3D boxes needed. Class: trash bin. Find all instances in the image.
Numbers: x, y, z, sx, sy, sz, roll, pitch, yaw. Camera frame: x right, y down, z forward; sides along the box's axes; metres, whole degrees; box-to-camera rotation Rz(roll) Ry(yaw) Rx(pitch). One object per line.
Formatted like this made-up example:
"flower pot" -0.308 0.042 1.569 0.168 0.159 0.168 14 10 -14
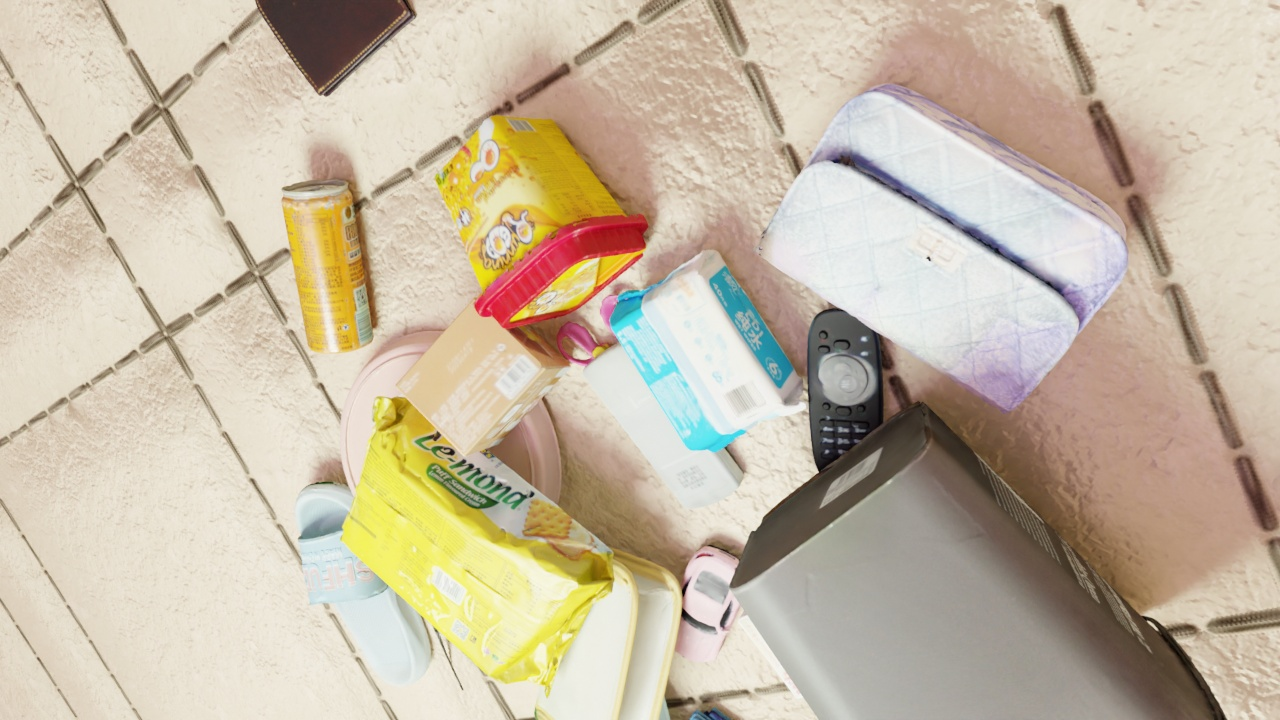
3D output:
"trash bin" 0.190 0.162 0.571 0.199 0.198 0.220 -40 87 17

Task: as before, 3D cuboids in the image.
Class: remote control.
"remote control" 0.145 0.026 0.649 0.053 0.024 0.136 3 113 24
"remote control" 0.019 0.050 0.720 0.058 0.021 0.150 -29 104 33

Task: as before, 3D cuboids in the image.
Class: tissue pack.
"tissue pack" 0.048 -0.005 0.664 0.090 0.063 0.140 -30 96 32

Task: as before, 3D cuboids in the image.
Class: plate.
"plate" -0.178 0.088 0.822 0.230 0.028 0.230 5 104 22

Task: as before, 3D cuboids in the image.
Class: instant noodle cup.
"instant noodle cup" -0.077 -0.104 0.666 0.116 0.115 0.123 -36 80 33

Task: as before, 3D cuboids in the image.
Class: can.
"can" -0.273 -0.081 0.803 0.058 0.058 0.146 9 114 24

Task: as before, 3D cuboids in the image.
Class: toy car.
"toy car" 0.054 0.208 0.770 0.056 0.037 0.123 27 122 17

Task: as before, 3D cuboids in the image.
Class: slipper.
"slipper" -0.295 0.237 0.942 0.104 0.074 0.245 -10 107 32

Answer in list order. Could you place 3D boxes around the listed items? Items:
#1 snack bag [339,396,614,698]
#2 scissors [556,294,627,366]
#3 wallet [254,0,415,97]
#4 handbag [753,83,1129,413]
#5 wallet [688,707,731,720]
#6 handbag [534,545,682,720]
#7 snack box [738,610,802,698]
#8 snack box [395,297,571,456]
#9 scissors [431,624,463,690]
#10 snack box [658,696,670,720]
"snack bag" -0.144 0.156 0.754 0.246 0.068 0.158 36 124 13
"scissors" -0.003 0.005 0.725 0.136 0.017 0.106 39 122 3
"wallet" -0.243 -0.281 0.726 0.123 0.020 0.096 -26 102 32
"handbag" 0.180 -0.071 0.560 0.194 0.075 0.134 34 123 12
"wallet" 0.067 0.385 0.839 0.106 0.040 0.133 32 120 8
"handbag" -0.047 0.240 0.799 0.179 0.063 0.163 12 90 51
"snack box" 0.161 0.203 0.716 0.157 0.026 0.084 -35 93 34
"snack box" -0.121 0.012 0.721 0.077 0.094 0.093 44 96 5
"scissors" -0.212 0.248 0.917 0.173 0.014 0.160 60 161 18
"snack box" -0.008 0.359 0.816 0.074 0.051 0.174 -27 70 34
